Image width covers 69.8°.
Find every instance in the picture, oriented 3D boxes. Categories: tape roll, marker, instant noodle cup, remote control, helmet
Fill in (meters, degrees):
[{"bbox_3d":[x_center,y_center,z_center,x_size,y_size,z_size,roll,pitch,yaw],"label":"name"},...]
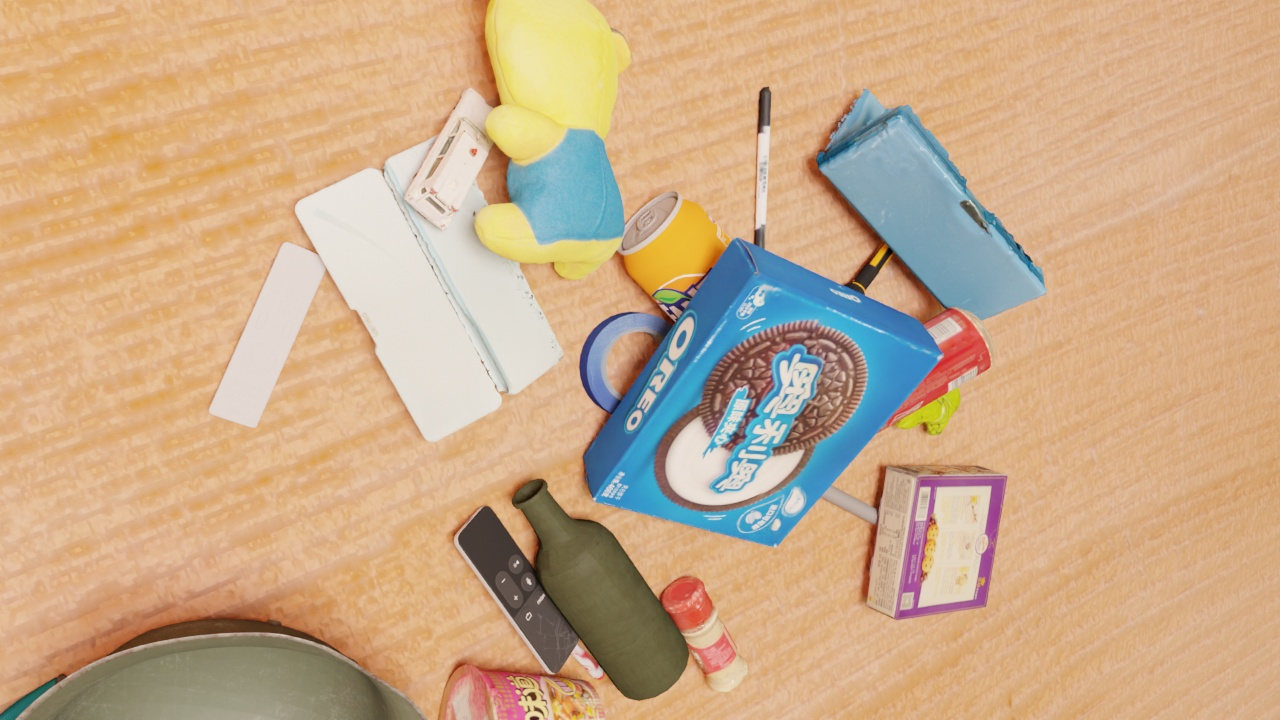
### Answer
[{"bbox_3d":[-0.005,0.004,0.771,0.091,0.016,0.093,-45,113,-14],"label":"tape roll"},{"bbox_3d":[0.107,-0.162,0.805,0.011,0.011,0.152,-3,99,-26],"label":"marker"},{"bbox_3d":[0.184,0.128,0.881,0.140,0.016,0.016,29,84,-27],"label":"marker"},{"bbox_3d":[-0.092,0.293,0.733,0.108,0.098,0.097,12,92,-35],"label":"instant noodle cup"},{"bbox_3d":[-0.261,-0.018,0.644,0.033,0.012,0.131,24,86,-29],"label":"remote control"},{"bbox_3d":[-0.074,0.224,0.771,0.012,0.013,0.142,-44,113,-14],"label":"marker"},{"bbox_3d":[-0.269,0.263,0.601,0.267,0.154,0.227,21,87,-26],"label":"helmet"},{"bbox_3d":[-0.097,0.185,0.738,0.147,0.008,0.045,59,39,-16],"label":"remote control"}]

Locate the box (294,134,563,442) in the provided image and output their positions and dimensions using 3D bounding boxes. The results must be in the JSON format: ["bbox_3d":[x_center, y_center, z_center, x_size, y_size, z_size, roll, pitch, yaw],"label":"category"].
[{"bbox_3d":[-0.148,-0.054,0.675,0.136,0.049,0.197,-33,109,-26],"label":"box"}]

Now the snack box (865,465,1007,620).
[{"bbox_3d":[0.299,0.179,0.921,0.147,0.041,0.143,5,95,-34],"label":"snack box"}]

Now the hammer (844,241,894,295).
[{"bbox_3d":[0.200,-0.069,0.853,0.123,0.036,0.320,47,74,-23],"label":"hammer"}]

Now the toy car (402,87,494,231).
[{"bbox_3d":[-0.128,-0.148,0.657,0.039,0.039,0.112,41,55,-32],"label":"toy car"}]

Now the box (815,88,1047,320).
[{"bbox_3d":[0.269,-0.146,0.837,0.231,0.094,0.101,39,47,-23],"label":"box"}]

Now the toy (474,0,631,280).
[{"bbox_3d":[-0.057,-0.171,0.665,0.148,0.084,0.214,2,89,-65],"label":"toy"}]

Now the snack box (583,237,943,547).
[{"bbox_3d":[0.094,0.039,0.741,0.195,0.056,0.239,19,119,-28],"label":"snack box"}]

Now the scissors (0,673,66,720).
[{"bbox_3d":[-0.426,0.264,0.601,0.128,0.019,0.153,17,91,-25],"label":"scissors"}]

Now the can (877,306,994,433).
[{"bbox_3d":[0.238,0.017,0.844,0.170,0.067,0.067,-30,110,-3],"label":"can"}]

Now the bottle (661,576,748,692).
[{"bbox_3d":[0.059,0.246,0.822,0.044,0.044,0.109,-34,111,-18],"label":"bottle"}]

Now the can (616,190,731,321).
[{"bbox_3d":[0.051,-0.065,0.753,0.142,0.079,0.079,44,77,-24],"label":"can"}]

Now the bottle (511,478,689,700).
[{"bbox_3d":[-0.037,0.184,0.750,0.071,0.071,0.207,-38,112,-17],"label":"bottle"}]

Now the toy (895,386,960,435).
[{"bbox_3d":[0.282,0.038,0.906,0.094,0.036,0.093,-49,117,-19],"label":"toy"}]
